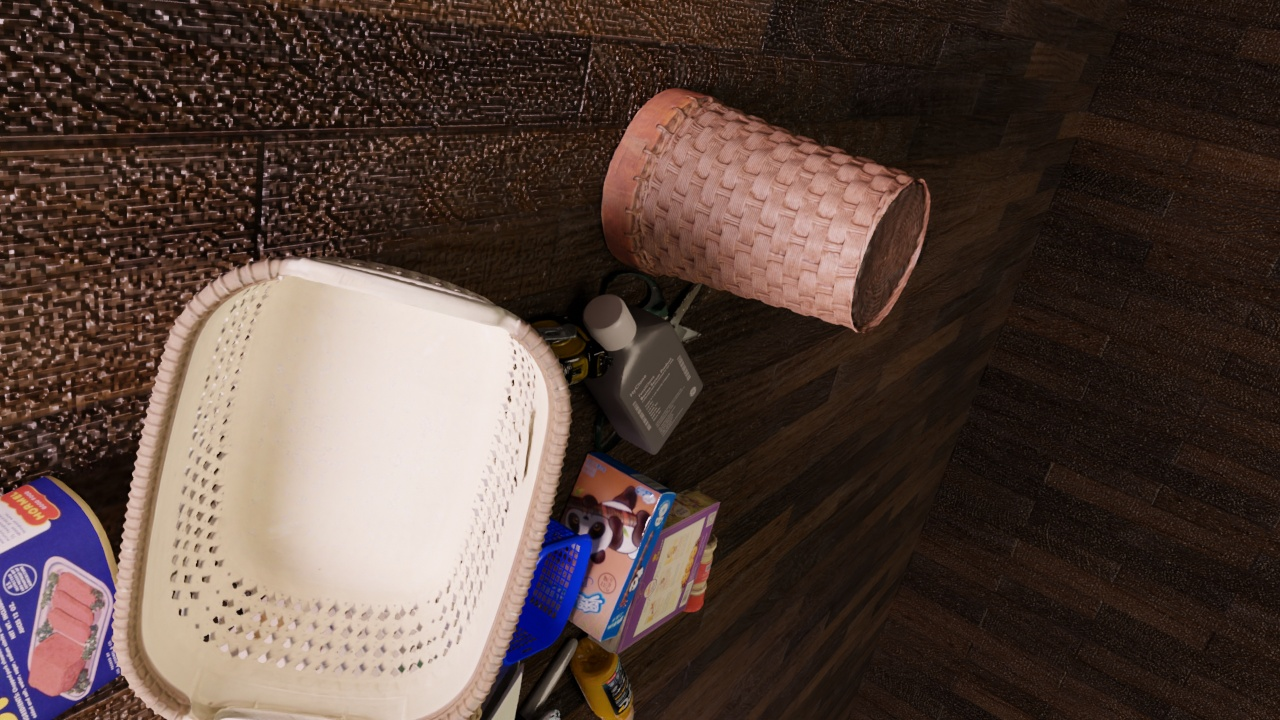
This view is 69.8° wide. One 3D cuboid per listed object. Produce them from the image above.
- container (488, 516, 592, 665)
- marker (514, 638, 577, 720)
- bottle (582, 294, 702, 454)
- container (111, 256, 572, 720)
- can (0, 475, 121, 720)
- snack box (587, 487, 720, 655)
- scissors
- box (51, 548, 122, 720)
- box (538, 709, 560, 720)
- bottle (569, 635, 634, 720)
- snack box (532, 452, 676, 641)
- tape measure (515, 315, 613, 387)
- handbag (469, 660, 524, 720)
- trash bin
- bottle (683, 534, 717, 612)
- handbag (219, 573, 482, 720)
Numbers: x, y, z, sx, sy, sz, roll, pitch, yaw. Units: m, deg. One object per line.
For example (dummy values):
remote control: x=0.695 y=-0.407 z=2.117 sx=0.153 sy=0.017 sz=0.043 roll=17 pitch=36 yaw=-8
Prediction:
container: x=-0.100 y=0.193 z=0.792 sx=0.096 sy=0.058 sz=0.114 roll=-2 pitch=114 yaw=-59
marker: x=-0.108 y=0.350 z=0.959 sx=0.138 sy=0.016 sz=0.022 roll=-55 pitch=129 yaw=-17
bottle: x=-0.005 y=0.005 z=0.786 sx=0.083 sy=0.046 sz=0.174 roll=-54 pitch=149 yaw=-16
container: x=-0.146 y=0.064 z=0.467 sx=0.143 sy=0.184 sz=0.246 roll=-125 pitch=-129 yaw=-70
can: x=-0.289 y=0.120 z=0.410 sx=0.092 sy=0.056 sz=0.116 roll=-34 pitch=140 yaw=-46
snack box: x=0.017 y=0.221 z=0.977 sx=0.147 sy=0.040 sz=0.143 roll=-11 pitch=121 yaw=-57
scissors: x=-0.001 y=-0.001 z=0.850 sx=0.201 sy=0.015 sz=0.203 roll=10 pitch=102 yaw=-59
box: x=-0.231 y=0.293 z=0.571 sx=0.173 sy=0.422 sz=0.167 roll=-10 pitch=122 yaw=-78
box: x=-0.157 y=0.459 z=0.940 sx=0.200 sy=0.038 sz=0.153 roll=-39 pitch=143 yaw=-39
bottle: x=-0.039 y=0.377 z=1.056 sx=0.053 sy=0.053 sz=0.186 roll=-49 pitch=149 yaw=-27
snack box: x=-0.036 y=0.172 z=0.854 sx=0.034 sy=0.087 sz=0.151 roll=11 pitch=103 yaw=-61
tape measure: x=-0.063 y=-0.008 z=0.685 sx=0.061 sy=0.062 sz=0.034 roll=-20 pitch=134 yaw=-30
handbag: x=-0.170 y=0.338 z=0.757 sx=0.175 sy=0.074 sz=0.151 roll=-53 pitch=159 yaw=-61
trash bin: x=0.096 y=-0.111 z=0.713 sx=0.150 sy=0.210 sz=0.151 roll=-39 pitch=143 yaw=-38
bottle: x=0.068 y=0.265 z=1.160 sx=0.044 sy=0.044 sz=0.109 roll=-28 pitch=135 yaw=-49
handbag: x=-0.191 y=0.230 z=0.617 sx=0.208 sy=0.103 sz=0.211 roll=-45 pitch=147 yaw=-32
